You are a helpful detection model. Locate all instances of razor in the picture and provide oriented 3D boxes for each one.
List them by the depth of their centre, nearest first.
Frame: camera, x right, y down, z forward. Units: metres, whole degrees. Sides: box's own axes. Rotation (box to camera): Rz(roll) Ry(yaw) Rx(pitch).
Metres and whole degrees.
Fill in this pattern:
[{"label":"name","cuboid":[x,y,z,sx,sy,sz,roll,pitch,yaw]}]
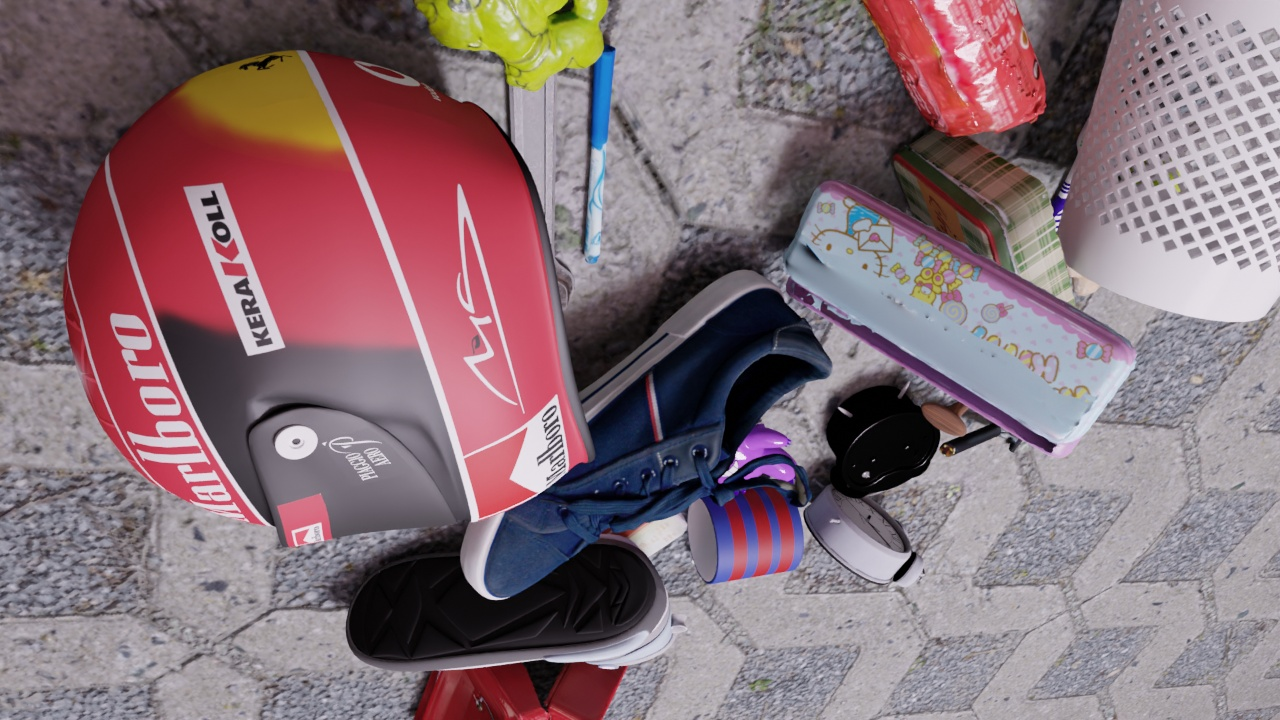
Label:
[{"label":"razor","cuboid":[0.304,0.067,0.809,0.144,0.022,0.043,-4,129,-42]}]

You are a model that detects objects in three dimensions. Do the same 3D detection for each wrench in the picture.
[{"label":"wrench","cuboid":[-0.064,-0.136,0.543,0.070,0.010,0.274,-7,129,-14]}]

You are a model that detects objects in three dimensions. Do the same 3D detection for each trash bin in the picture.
[{"label":"trash bin","cuboid":[0.354,-0.142,0.552,0.195,0.195,0.200,-2,122,-19]}]

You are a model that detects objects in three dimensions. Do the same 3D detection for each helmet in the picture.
[{"label":"helmet","cuboid":[-0.161,-0.016,0.476,0.224,0.197,0.271,-20,127,-16]}]

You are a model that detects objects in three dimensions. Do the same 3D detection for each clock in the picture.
[{"label":"clock","cuboid":[0.203,0.074,0.781,0.091,0.042,0.121,-21,131,-3]},{"label":"clock","cuboid":[0.201,0.154,0.806,0.122,0.094,0.035,28,110,-16]}]

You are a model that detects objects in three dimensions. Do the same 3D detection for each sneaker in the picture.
[{"label":"sneaker","cuboid":[0.013,0.077,0.617,0.294,0.127,0.121,-41,144,0]},{"label":"sneaker","cuboid":[-0.096,0.217,0.753,0.257,0.093,0.160,-9,149,10]}]

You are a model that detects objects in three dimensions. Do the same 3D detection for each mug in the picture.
[{"label":"mug","cuboid":[0.083,0.154,0.791,0.076,0.075,0.112,-5,154,-16]}]

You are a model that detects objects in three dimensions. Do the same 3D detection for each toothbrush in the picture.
[{"label":"toothbrush","cuboid":[0.314,-0.101,0.700,0.015,0.016,0.187,-4,127,-18]}]

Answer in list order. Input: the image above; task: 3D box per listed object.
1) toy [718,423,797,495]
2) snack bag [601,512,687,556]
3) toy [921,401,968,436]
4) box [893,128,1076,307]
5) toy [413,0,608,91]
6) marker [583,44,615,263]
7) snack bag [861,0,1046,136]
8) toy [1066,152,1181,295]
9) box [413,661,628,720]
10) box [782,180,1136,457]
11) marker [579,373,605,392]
[{"label":"toy","cuboid":[0.070,0.064,0.718,0.088,0.055,0.106,27,149,-37]},{"label":"snack bag","cuboid":[-0.049,0.089,0.707,0.077,0.041,0.225,-35,129,6]},{"label":"toy","cuboid":[0.275,0.018,0.744,0.101,0.041,0.055,-23,139,-42]},{"label":"box","cuboid":[0.248,-0.061,0.645,0.050,0.117,0.205,-34,132,2]},{"label":"toy","cuboid":[-0.064,-0.180,0.477,0.094,0.036,0.094,-23,138,-2]},{"label":"marker","cuboid":[-0.026,-0.122,0.566,0.013,0.013,0.142,-6,128,-16]},{"label":"snack bag","cuboid":[0.179,-0.197,0.533,0.082,0.082,0.176,-37,129,11]},{"label":"toy","cuboid":[0.364,-0.100,0.702,0.092,0.043,0.118,-22,139,-16]},{"label":"box","cuboid":[-0.088,0.321,0.832,0.165,0.152,0.158,-1,128,-39]},{"label":"box","cuboid":[0.198,-0.038,0.577,0.089,0.214,0.093,-29,145,-43]},{"label":"marker","cuboid":[-0.004,0.004,0.646,0.140,0.016,0.016,-35,132,-13]}]
